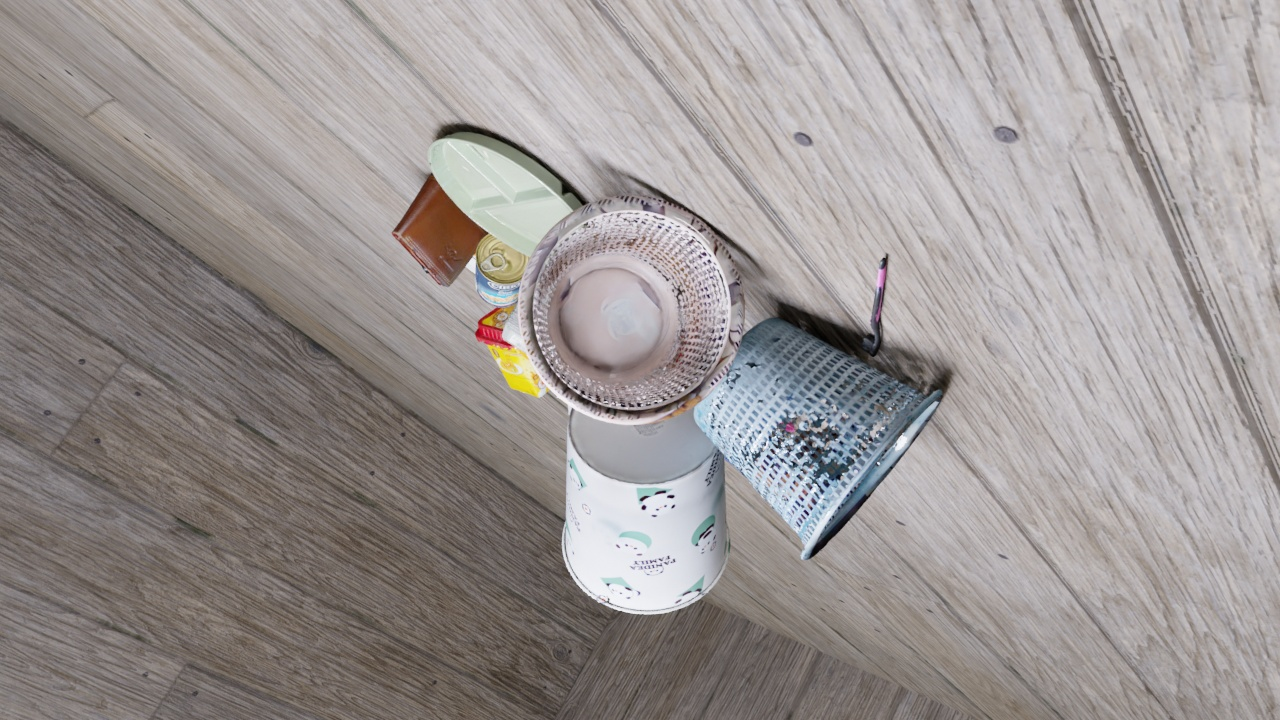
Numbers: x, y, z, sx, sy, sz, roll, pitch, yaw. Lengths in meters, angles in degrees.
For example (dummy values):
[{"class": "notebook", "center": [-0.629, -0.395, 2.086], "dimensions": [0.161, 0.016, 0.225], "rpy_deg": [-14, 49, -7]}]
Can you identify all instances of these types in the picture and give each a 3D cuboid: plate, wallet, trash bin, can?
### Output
[{"class": "plate", "center": [-0.148, -0.188, 1.083], "dimensions": [0.230, 0.027, 0.230], "rpy_deg": [28, 163, 9]}, {"class": "wallet", "center": [-0.263, -0.168, 1.203], "dimensions": [0.032, 0.101, 0.124], "rpy_deg": [17, 158, 33]}, {"class": "trash bin", "center": [0.174, 0.066, 0.985], "dimensions": [0.195, 0.226, 0.227], "rpy_deg": [39, 166, 19]}, {"class": "can", "center": [-0.187, -0.122, 1.247], "dimensions": [0.075, 0.075, 0.111], "rpy_deg": [31, 163, -2]}, {"class": "trash bin", "center": [0.006, 0.158, 1.159], "dimensions": [0.230, 0.228, 0.252], "rpy_deg": [24, 142, 22]}, {"class": "trash bin", "center": [-0.019, -0.049, 0.993], "dimensions": [0.227, 0.227, 0.192], "rpy_deg": [33, 176, -7]}]

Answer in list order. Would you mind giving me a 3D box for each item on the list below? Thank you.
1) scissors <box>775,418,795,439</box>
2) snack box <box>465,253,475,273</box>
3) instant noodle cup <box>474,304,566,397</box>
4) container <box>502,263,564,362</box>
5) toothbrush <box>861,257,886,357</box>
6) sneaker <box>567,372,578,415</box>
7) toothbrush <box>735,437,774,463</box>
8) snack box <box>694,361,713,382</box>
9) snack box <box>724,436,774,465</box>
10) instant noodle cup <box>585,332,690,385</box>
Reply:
[{"class": "scissors", "center": [0.177, 0.080, 1.294], "dimensions": [0.133, 0.017, 0.136], "rpy_deg": [44, 167, -27]}, {"class": "snack box", "center": [-0.238, -0.150, 1.334], "dimensions": [0.153, 0.026, 0.075], "rpy_deg": [38, 162, -22]}, {"class": "instant noodle cup", "center": [-0.168, -0.020, 1.383], "dimensions": [0.116, 0.116, 0.124], "rpy_deg": [16, 133, 40]}, {"class": "container", "center": [-0.124, -0.064, 1.236], "dimensions": [0.090, 0.114, 0.090], "rpy_deg": [32, 162, -4]}, {"class": "toothbrush", "center": [0.225, -0.049, 0.880], "dimensions": [0.018, 0.014, 0.189], "rpy_deg": [34, 165, 24]}, {"class": "sneaker", "center": [-0.074, 0.048, 1.528], "dimensions": [0.091, 0.089, 0.242], "rpy_deg": [19, 154, 20]}, {"class": "toothbrush", "center": [0.136, 0.104, 1.355], "dimensions": [0.212, 0.026, 0.027], "rpy_deg": [36, 139, 13]}, {"class": "snack box", "center": [0.084, 0.069, 1.266], "dimensions": [0.093, 0.094, 0.077], "rpy_deg": [47, 159, -8]}, {"class": "snack box", "center": [0.182, 0.149, 1.416], "dimensions": [0.207, 0.058, 0.057], "rpy_deg": [33, 162, -8]}, {"class": "instant noodle cup", "center": [-0.007, 0.007, 1.253], "dimensions": [0.138, 0.108, 0.138], "rpy_deg": [27, 163, 9]}]
